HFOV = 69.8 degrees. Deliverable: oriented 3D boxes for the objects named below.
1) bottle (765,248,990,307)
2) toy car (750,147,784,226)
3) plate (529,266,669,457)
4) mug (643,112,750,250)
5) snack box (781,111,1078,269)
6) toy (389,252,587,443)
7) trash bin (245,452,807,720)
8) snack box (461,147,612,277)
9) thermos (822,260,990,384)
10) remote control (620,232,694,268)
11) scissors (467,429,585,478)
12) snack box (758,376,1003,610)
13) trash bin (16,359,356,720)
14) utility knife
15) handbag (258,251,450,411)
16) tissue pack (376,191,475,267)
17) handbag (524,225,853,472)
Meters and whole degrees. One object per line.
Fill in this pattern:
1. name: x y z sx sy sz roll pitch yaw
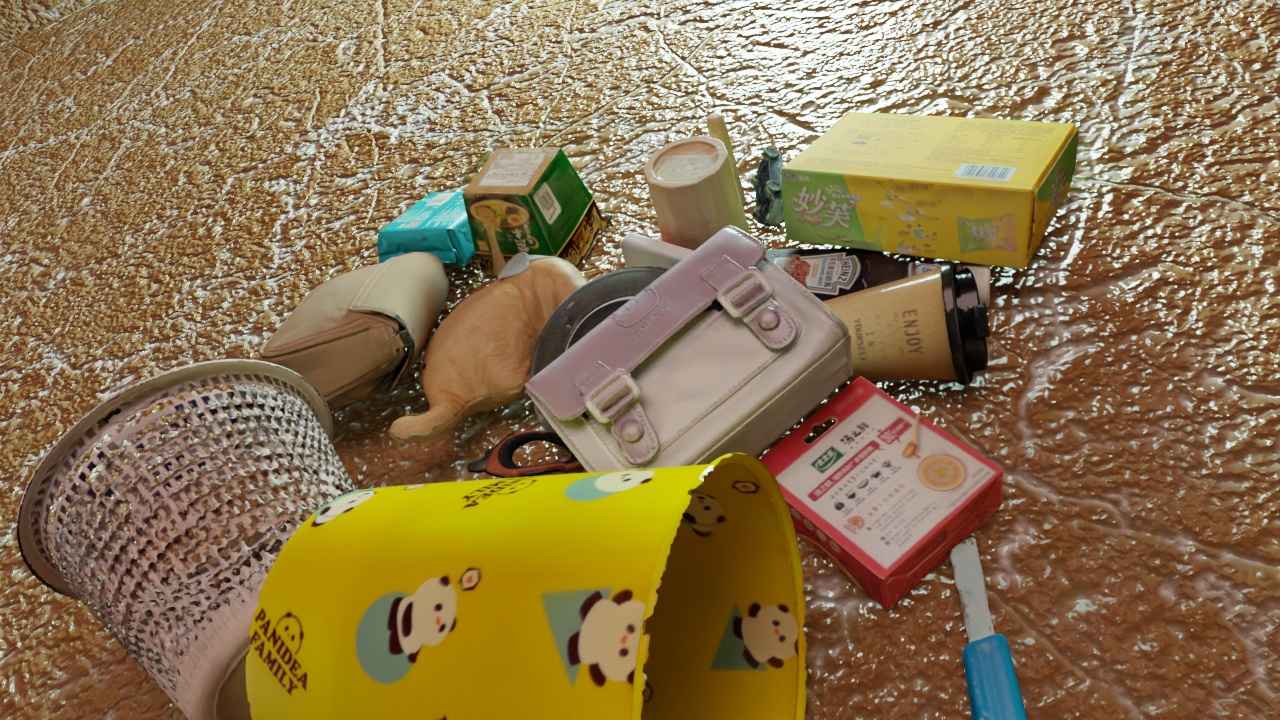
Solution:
1. bottle: 0.189 -0.062 0.769 0.195 0.044 0.079 2 45 22
2. toy car: 0.130 -0.171 0.902 0.034 0.043 0.090 9 48 -8
3. plate: -0.004 0.004 0.735 0.179 0.024 0.179 -3 73 10
4. mug: 0.062 -0.159 0.870 0.084 0.104 0.124 10 52 29
5. snack box: 0.248 -0.154 0.793 0.210 0.070 0.157 12 37 31
6. toy: -0.137 -0.006 0.813 0.225 0.082 0.143 -46 32 -20
7. trash bin: -0.061 0.166 0.518 0.256 0.230 0.228 -2 46 26
8. snack box: -0.111 -0.151 0.928 0.118 0.106 0.118 6 50 25
9. thermos: 0.190 -0.021 0.699 0.143 0.093 0.092 -9 44 23
10. remote control: 0.039 -0.079 0.834 0.136 0.056 0.020 21 55 37
11. scissors: -0.025 0.086 0.686 0.227 0.015 0.188 -5 64 9
12. snack box: 0.160 0.087 0.630 0.113 0.044 0.127 -37 46 -15
13. trash bin: -0.276 0.142 0.641 0.227 0.228 0.192 -39 58 -19
14. utility knife: 0.203 0.193 0.524 0.034 0.018 0.213 -9 46 15
15. handbag: -0.258 -0.027 0.858 0.148 0.100 0.204 -18 25 11
16. tissue pack: -0.209 -0.137 0.974 0.093 0.050 0.133 0 31 21
17. handbag: 0.032 0.010 0.654 0.197 0.098 0.145 -39 57 -7
